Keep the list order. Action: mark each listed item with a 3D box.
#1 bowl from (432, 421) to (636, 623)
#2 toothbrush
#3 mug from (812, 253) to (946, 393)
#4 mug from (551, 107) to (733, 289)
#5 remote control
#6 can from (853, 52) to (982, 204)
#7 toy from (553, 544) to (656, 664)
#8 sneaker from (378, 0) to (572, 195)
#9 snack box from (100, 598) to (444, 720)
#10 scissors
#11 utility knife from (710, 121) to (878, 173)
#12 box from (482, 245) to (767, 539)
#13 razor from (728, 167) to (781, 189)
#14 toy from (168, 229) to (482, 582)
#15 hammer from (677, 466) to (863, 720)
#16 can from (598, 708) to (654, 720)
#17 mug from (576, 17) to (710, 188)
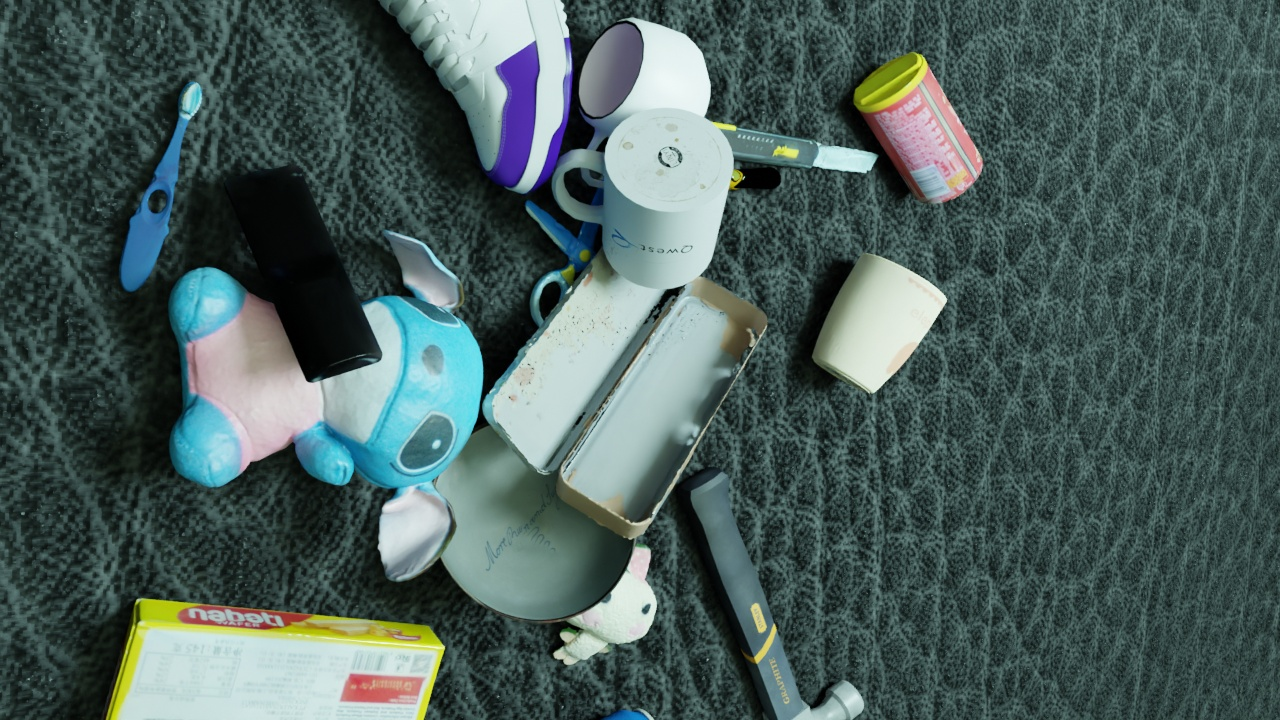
[{"bbox_3d":[-0.080,0.118,0.664,0.150,0.057,0.150,7,63,-13],"label":"bowl"},{"bbox_3d":[-0.285,-0.104,0.546,0.021,0.016,0.132,18,88,-31],"label":"toothbrush"},{"bbox_3d":[0.211,-0.025,0.822,0.104,0.085,0.111,-57,150,1],"label":"mug"},{"bbox_3d":[-0.002,-0.112,0.633,0.119,0.096,0.083,11,65,2],"label":"mug"},{"bbox_3d":[-0.198,-0.055,0.538,0.045,0.021,0.140,-20,73,-28],"label":"remote control"},{"bbox_3d":[0.247,-0.203,0.814,0.066,0.067,0.124,-51,119,-14],"label":"can"},{"bbox_3d":[-0.027,0.196,0.733,0.087,0.050,0.112,28,78,-31],"label":"toy"},{"bbox_3d":[-0.117,-0.228,0.585,0.111,0.092,0.244,-12,100,-27],"label":"sneaker"},{"bbox_3d":[-0.240,0.219,0.612,0.200,0.042,0.092,16,90,-32],"label":"snack box"},{"bbox_3d":[-0.047,-0.074,0.696,0.125,0.014,0.130,43,72,-30],"label":"scissors"},{"bbox_3d":[0.114,-0.178,0.770,0.233,0.020,0.029,-2,101,-31],"label":"utility knife"},{"bbox_3d":[-0.006,0.005,0.674,0.157,0.071,0.216,45,58,-19],"label":"box"},{"bbox_3d":[0.058,-0.145,0.737,0.143,0.021,0.044,-9,81,-34],"label":"razor"},{"bbox_3d":[-0.190,0.026,0.573,0.191,0.099,0.224,2,77,-24],"label":"toy"},{"bbox_3d":[0.106,0.233,0.825,0.139,0.035,0.313,-28,111,-22],"label":"hammer"},{"bbox_3d":[-0.051,0.338,0.721,0.145,0.079,0.079,-17,106,-27],"label":"can"},{"bbox_3d":[-0.002,-0.179,0.663,0.076,0.090,0.124,14,109,-41],"label":"mug"}]
